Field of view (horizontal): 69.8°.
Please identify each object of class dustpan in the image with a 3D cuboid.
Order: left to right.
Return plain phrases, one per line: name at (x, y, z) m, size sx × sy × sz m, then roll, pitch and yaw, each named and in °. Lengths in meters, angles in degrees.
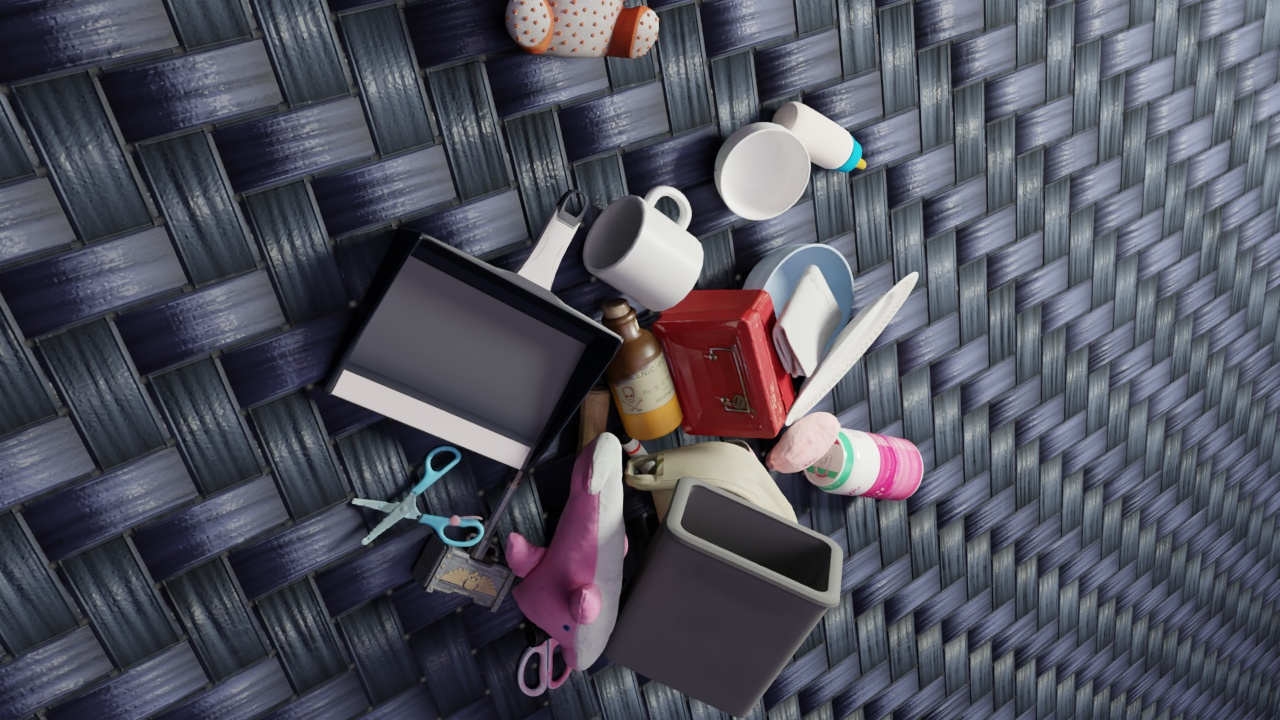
dustpan at (-0.132, -0.042, 0.886) m, size 0.236 × 0.080 × 0.273 m, roll 27°, pitch 87°, yaw -30°

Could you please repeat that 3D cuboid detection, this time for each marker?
marker at (0.011, 0.131, 1.100) m, size 0.019 × 0.019 × 0.145 m, roll -43°, pitch 125°, yaw -13°

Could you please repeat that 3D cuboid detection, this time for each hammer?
hammer at (-0.125, 0.111, 0.993) m, size 0.098 × 0.044 × 0.322 m, roll 30°, pitch 87°, yaw -37°
hammer at (-0.059, 0.178, 1.058) m, size 0.132 × 0.040 × 0.306 m, roll -4°, pitch 107°, yaw -35°

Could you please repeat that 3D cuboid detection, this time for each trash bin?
trash bin at (0.083, 0.262, 0.997) m, size 0.192 × 0.097 × 0.220 m, roll 24°, pitch 125°, yaw 0°

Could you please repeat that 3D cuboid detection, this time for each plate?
plate at (0.254, -0.016, 1.128) m, size 0.242 × 0.016 × 0.243 m, roll -43°, pitch 164°, yaw -16°

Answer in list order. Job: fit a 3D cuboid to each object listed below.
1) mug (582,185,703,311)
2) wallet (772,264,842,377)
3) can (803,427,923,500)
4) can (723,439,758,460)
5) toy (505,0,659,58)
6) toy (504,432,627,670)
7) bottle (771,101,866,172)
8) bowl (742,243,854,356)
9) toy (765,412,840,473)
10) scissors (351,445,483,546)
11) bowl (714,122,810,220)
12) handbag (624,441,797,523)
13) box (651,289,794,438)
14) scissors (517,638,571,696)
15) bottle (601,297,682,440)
mug at (0.010, -0.124, 0.961) m, size 0.090 × 0.091 × 0.121 m, roll 30°, pitch 90°, yaw -37°
wallet at (0.183, -0.044, 1.028) m, size 0.116 × 0.032 × 0.086 m, roll -51°, pitch 126°, yaw -38°
can at (0.305, 0.142, 1.253) m, size 0.165 × 0.088 × 0.088 m, roll 11°, pitch 100°, yaw -36°
can at (0.123, 0.148, 1.150) m, size 0.067 × 0.067 × 0.076 m, roll -43°, pitch 124°, yaw -13°
toy at (-0.053, -0.365, 0.832) m, size 0.163 × 0.093 × 0.172 m, roll -9°, pitch 110°, yaw -29°
toy at (-0.078, 0.203, 0.976) m, size 0.128 × 0.186 × 0.266 m, roll 10°, pitch 102°, yaw 5°
bottle at (0.217, -0.254, 1.074) m, size 0.146 × 0.051 × 0.051 m, roll 17°, pitch 97°, yaw -36°
bowl at (0.175, -0.072, 1.099) m, size 0.150 × 0.075 × 0.151 m, roll -12°, pitch 114°, yaw -29°
toy at (0.202, 0.109, 1.175) m, size 0.108 × 0.105 × 0.053 m, roll -37°, pitch 87°, yaw -22°
scissors at (-0.222, 0.138, 0.935) m, size 0.136 × 0.015 × 0.125 m, roll 14°, pitch 76°, yaw -18°
bowl at (0.130, -0.214, 1.020) m, size 0.105 × 0.054 × 0.105 m, roll -7°, pitch 123°, yaw -11°
handbag at (0.092, 0.210, 1.080) m, size 0.184 × 0.131 × 0.229 m, roll -9°, pitch 125°, yaw 11°
box at (0.095, 0.007, 1.028) m, size 0.086 × 0.129 × 0.158 m, roll -49°, pitch 130°, yaw -43°
scissors at (-0.113, 0.320, 1.091) m, size 0.076 × 0.017 × 0.174 m, roll -9°, pitch 112°, yaw -32°
bottle at (-0.006, 0.006, 1.005) m, size 0.067 × 0.068 × 0.157 m, roll -29°, pitch 116°, yaw -22°
